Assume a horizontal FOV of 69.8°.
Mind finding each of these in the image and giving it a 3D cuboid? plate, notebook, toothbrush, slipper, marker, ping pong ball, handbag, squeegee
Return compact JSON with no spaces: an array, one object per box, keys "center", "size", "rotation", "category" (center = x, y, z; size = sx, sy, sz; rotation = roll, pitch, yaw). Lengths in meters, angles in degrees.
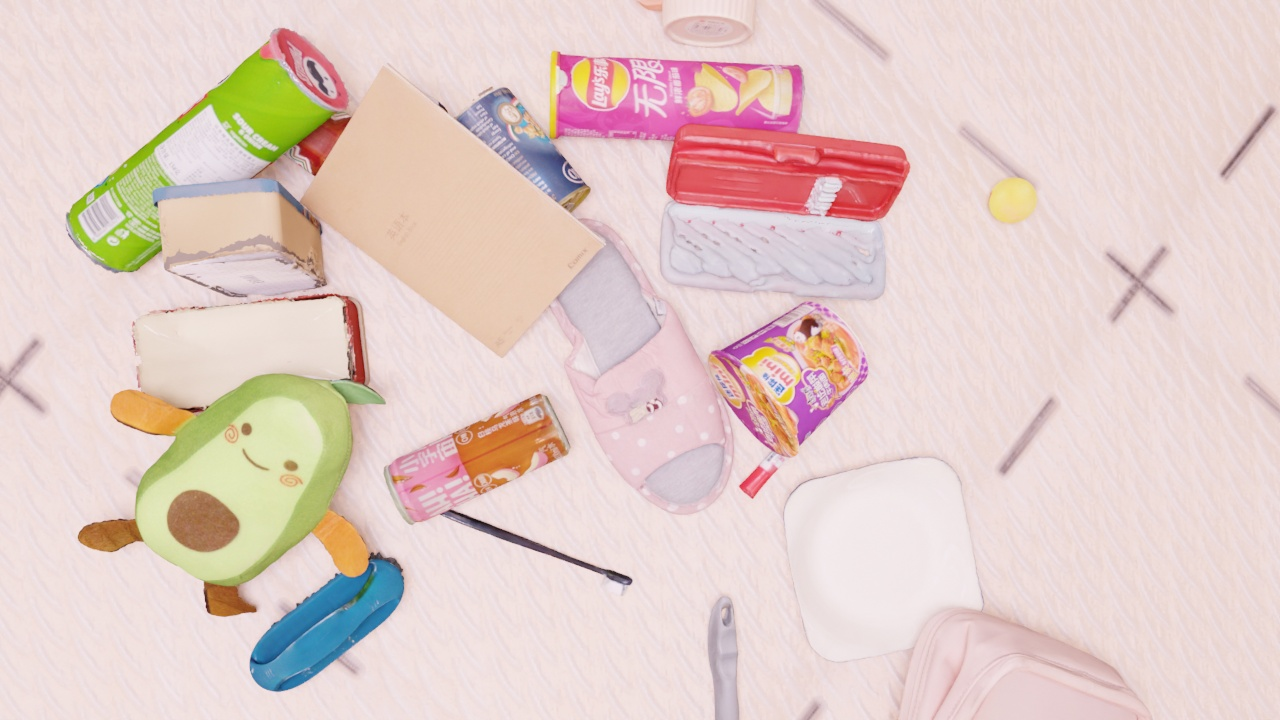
[{"center":[0.209,0.171,0.806],"size":[0.163,0.034,0.164],"rotation":[-10,90,-5],"category":"plate"},{"center":[-0.154,-0.111,0.739],"size":[0.211,0.012,0.150],"rotation":[39,121,-12],"category":"notebook"},{"center":[-0.092,0.163,0.791],"size":[0.181,0.015,0.018],"rotation":[24,96,-5],"category":"toothbrush"},{"center":[-0.005,0.005,0.781],"size":[0.114,0.054,0.274],"rotation":[-26,91,-5],"category":"slipper"},{"center":[0.141,0.064,0.811],"size":[0.017,0.017,0.145],"rotation":[43,86,-3],"category":"marker"},{"center":[0.332,-0.143,0.819],"size":[0.040,0.040,0.040],"rotation":[0,89,-5],"category":"ping pong ball"},{"center":[0.296,0.340,0.780],"size":[0.193,0.093,0.234],"rotation":[22,100,-19],"category":"handbag"},{"center":[0.079,0.329,0.791],"size":[0.247,0.040,0.249],"rotation":[-2,84,-21],"category":"squeegee"}]

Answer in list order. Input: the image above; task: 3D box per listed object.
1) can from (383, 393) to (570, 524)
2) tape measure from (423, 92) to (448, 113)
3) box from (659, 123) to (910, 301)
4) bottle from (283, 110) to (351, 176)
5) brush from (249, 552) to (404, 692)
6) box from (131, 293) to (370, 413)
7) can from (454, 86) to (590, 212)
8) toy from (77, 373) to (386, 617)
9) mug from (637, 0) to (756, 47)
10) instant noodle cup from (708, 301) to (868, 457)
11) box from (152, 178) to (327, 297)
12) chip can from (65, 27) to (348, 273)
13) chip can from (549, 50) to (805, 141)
[{"center":[-0.135,0.082,0.767],"size":[0.147,0.058,0.058],"rotation":[-25,91,-5],"category":"can"},{"center":[-0.195,-0.202,0.763],"size":[0.066,0.066,0.033],"rotation":[16,83,-5],"category":"tape measure"},{"center":[0.121,-0.120,0.776],"size":[0.201,0.119,0.098],"rotation":[4,56,-6],"category":"box"},{"center":[-0.238,-0.167,0.764],"size":[0.206,0.060,0.059],"rotation":[34,86,-3],"category":"bottle"},{"center":[-0.256,0.217,0.747],"size":[0.144,0.073,0.055],"rotation":[-38,100,-4],"category":"brush"},{"center":[-0.315,-0.008,0.745],"size":[0.168,0.076,0.091],"rotation":[-7,90,-5],"category":"box"},{"center":[-0.105,-0.162,0.765],"size":[0.075,0.075,0.111],"rotation":[-40,92,-5],"category":"can"},{"center":[-0.310,0.100,0.709],"size":[0.227,0.090,0.247],"rotation":[38,104,-17],"category":"toy"},{"center":[0.046,-0.332,0.785],"size":[0.115,0.081,0.106],"rotation":[3,90,22],"category":"mug"},{"center":[0.129,0.011,0.771],"size":[0.099,0.112,0.111],"rotation":[-35,92,-14],"category":"instant noodle cup"},{"center":[-0.298,-0.089,0.695],"size":[0.089,0.184,0.060],"rotation":[-7,86,-10],"category":"box"},{"center":[-0.338,-0.158,0.710],"size":[0.236,0.072,0.072],"rotation":[-31,92,16],"category":"chip can"},{"center":[0.028,-0.221,0.780],"size":[0.210,0.071,0.071],"rotation":[1,89,-5],"category":"chip can"}]
